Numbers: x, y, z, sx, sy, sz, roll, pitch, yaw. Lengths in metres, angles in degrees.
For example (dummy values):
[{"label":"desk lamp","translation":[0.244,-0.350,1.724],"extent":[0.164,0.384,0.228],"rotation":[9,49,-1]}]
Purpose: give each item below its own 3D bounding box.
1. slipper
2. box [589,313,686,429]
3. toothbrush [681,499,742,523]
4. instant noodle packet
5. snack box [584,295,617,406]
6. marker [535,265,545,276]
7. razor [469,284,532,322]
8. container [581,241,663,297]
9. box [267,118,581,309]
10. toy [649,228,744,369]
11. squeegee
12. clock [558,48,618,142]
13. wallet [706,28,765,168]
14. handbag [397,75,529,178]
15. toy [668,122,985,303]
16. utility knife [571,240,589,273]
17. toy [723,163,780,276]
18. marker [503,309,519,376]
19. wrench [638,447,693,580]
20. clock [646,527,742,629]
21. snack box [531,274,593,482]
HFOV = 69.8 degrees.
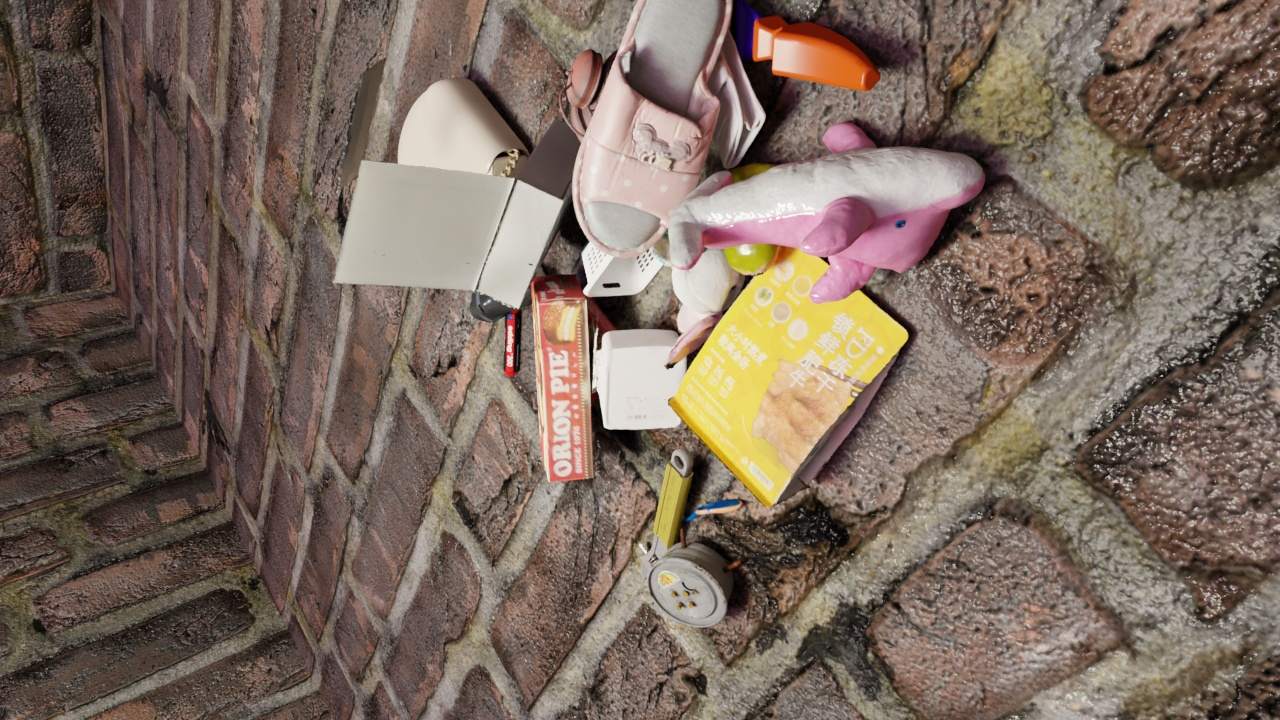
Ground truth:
[{"label":"slipper","translation":[0.013,-0.223,0.834],"extent":[0.054,0.114,0.275],"rotation":[-109,34,-69]},{"label":"box","translation":[-0.017,0.005,1.088],"extent":[0.136,0.124,0.109],"rotation":[-107,17,-64]},{"label":"toothbrush","translation":[0.077,0.179,1.098],"extent":[0.017,0.021,0.135],"rotation":[55,144,-5]},{"label":"instant noodle packet","translation":[0.148,0.008,0.911],"extent":[0.163,0.084,0.222],"rotation":[47,125,28]},{"label":"snack box","translation":[-0.072,-0.009,1.194],"extent":[0.089,0.021,0.133],"rotation":[52,138,22]},{"label":"marker","translation":[-0.131,-0.094,1.227],"extent":[0.025,0.025,0.126],"rotation":[-37,76,50]},{"label":"razor","translation":[-0.183,-0.085,1.229],"extent":[0.141,0.063,0.053],"rotation":[-15,109,54]},{"label":"container","translation":[-0.014,-0.128,1.036],"extent":[0.130,0.080,0.049],"rotation":[-48,56,48]},{"label":"box","translation":[-0.194,-0.150,1.001],"extent":[0.150,0.367,0.167],"rotation":[50,134,24]},{"label":"toy","translation":[0.054,-0.109,0.947],"extent":[0.106,0.130,0.205],"rotation":[-11,111,13]},{"label":"squeegee","translation":[0.143,-0.271,0.804],"extent":[0.185,0.055,0.250],"rotation":[46,146,47]},{"label":"clock","translation":[-0.014,-0.252,0.920],"extent":[0.072,0.157,0.120],"rotation":[-36,77,56]},{"label":"wallet","translation":[0.077,-0.251,0.878],"extent":[0.086,0.032,0.116],"rotation":[111,144,-62]},{"label":"handbag","translation":[-0.249,-0.253,1.241],"extent":[0.210,0.103,0.209],"rotation":[52,134,20]},{"label":"toy","translation":[0.156,-0.113,0.788],"extent":[0.266,0.186,0.128],"rotation":[-3,128,23]},{"label":"utility knife","translation":[-0.050,-0.150,1.103],"extent":[0.129,0.015,0.022],"rotation":[-51,33,37]},{"label":"toy","translation":[0.107,-0.136,0.892],"extent":[0.090,0.051,0.110],"rotation":[0,80,45]},{"label":"marker","translation":[-0.183,-0.044,1.313],"extent":[0.023,0.021,0.145],"rotation":[26,124,33]},{"label":"wrench","translation":[0.035,0.210,1.138],"extent":[0.083,0.018,0.274],"rotation":[43,141,32]},{"label":"clock","translation":[0.058,0.279,1.112],"extent":[0.104,0.056,0.148],"rotation":[28,129,12]},{"label":"snack box","translation":[-0.097,0.020,1.131],"extent":[0.113,0.060,0.237],"rotation":[-117,25,-66]}]
